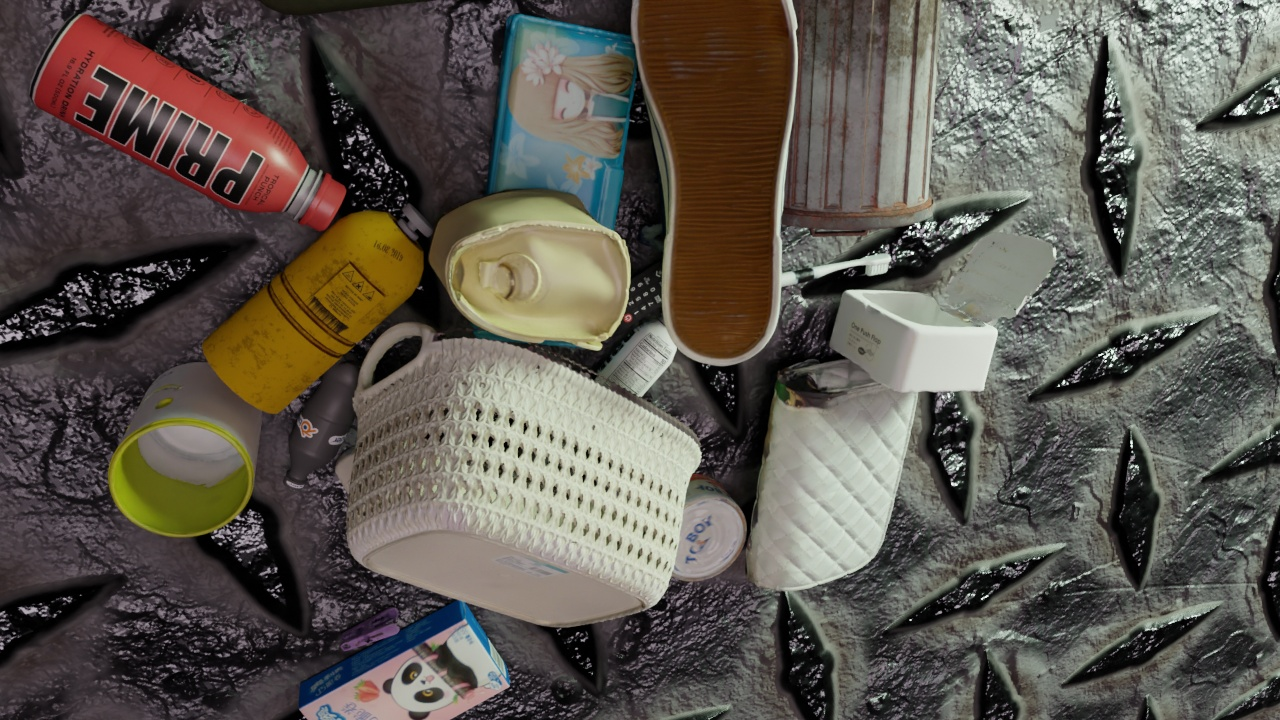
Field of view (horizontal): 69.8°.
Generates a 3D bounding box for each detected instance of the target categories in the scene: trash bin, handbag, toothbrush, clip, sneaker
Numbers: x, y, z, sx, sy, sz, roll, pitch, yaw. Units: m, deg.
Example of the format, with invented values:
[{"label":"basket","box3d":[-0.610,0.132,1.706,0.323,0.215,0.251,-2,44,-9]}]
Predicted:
[{"label":"trash bin","box3d":[0.145,-0.192,0.647,0.130,0.131,0.211,-7,112,-15]},{"label":"handbag","box3d":[0.157,0.096,0.795,0.138,0.072,0.195,-8,115,-35]},{"label":"toothbrush","box3d":[0.124,-0.065,0.750,0.186,0.012,0.017,-12,117,-17]},{"label":"handbag","box3d":[-0.076,-0.063,0.592,0.111,0.119,0.081,0,111,-19]},{"label":"clip","box3d":[-0.223,0.224,0.756,0.051,0.033,0.013,-25,118,-6]},{"label":"sneaker","box3d":[0.047,-0.149,0.632,0.121,0.127,0.295,-2,100,8]}]

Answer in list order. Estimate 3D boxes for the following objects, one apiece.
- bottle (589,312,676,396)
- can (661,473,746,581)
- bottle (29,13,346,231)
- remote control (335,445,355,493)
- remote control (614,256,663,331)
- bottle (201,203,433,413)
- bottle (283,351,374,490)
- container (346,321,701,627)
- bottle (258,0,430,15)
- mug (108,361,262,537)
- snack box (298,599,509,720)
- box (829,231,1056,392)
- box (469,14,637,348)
[{"label":"bottle","box3d":[-0.004,0.004,0.727,0.041,0.041,0.116,38,96,-27]},{"label":"can","box3d":[0.046,0.146,0.801,0.086,0.043,0.086,-7,112,-17]},{"label":"bottle","box3d":[-0.271,-0.138,0.570,0.176,0.062,0.062,29,100,-26]},{"label":"remote control","box3d":[-0.198,0.121,0.725,0.038,0.018,0.126,-24,118,-7]},{"label":"remote control","box3d":[0.031,-0.072,0.721,0.147,0.015,0.033,-32,118,-3]},{"label":"bottle","box3d":[-0.209,-0.043,0.624,0.164,0.071,0.071,-41,118,1]},{"label":"bottle","box3d":[-0.232,0.046,0.672,0.036,0.036,0.110,25,102,-25]},{"label":"container","box3d":[-0.081,0.089,0.641,0.251,0.143,0.185,30,139,-35]},{"label":"bottle","box3d":[-0.182,-0.247,0.549,0.206,0.071,0.071,-12,114,-13]},{"label":"mug","box3d":[-0.300,0.056,0.615,0.082,0.106,0.083,-7,114,-16]},{"label":"snack box","box3d":[-0.200,0.276,0.780,0.154,0.033,0.088,-28,116,-5]},{"label":"box","box3d":[0.256,-0.034,0.760,0.189,0.111,0.101,-20,120,-15]},{"label":"box","box3d":[-0.064,-0.123,0.659,0.094,0.039,0.227,4,109,-18]}]
